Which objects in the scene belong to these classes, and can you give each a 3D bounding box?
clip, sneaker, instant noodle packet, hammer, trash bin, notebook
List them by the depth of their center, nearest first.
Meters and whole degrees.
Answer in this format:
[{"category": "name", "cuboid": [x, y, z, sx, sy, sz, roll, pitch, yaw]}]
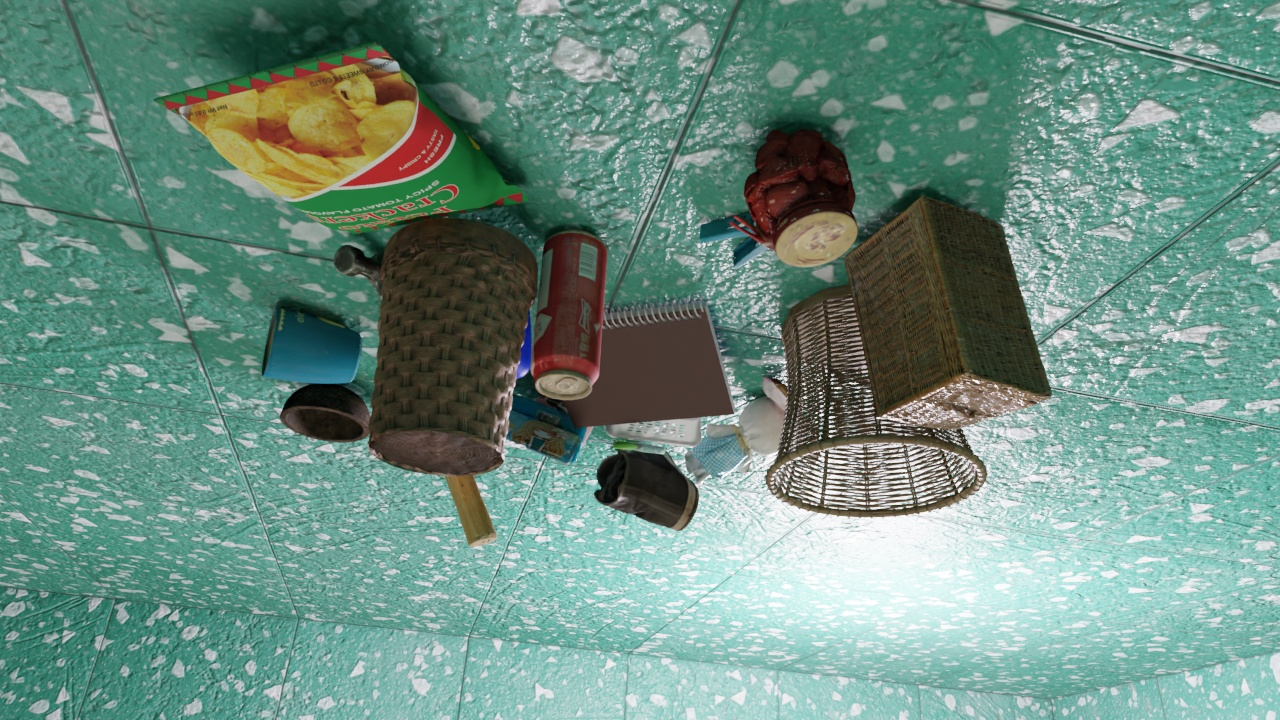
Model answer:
[{"category": "instant noodle packet", "cuboid": [-0.236, -0.174, 0.779, 0.196, 0.090, 0.252, -7, 162, 17]}, {"category": "trash bin", "cuboid": [-0.177, -0.006, 0.861, 0.151, 0.209, 0.151, 1, 154, 0]}, {"category": "clip", "cuboid": [0.133, -0.124, 0.903, 0.113, 0.028, 0.127, 22, 147, -34]}, {"category": "hammer", "cuboid": [-0.215, 0.034, 0.942, 0.033, 0.330, 0.132, -30, 160, 17]}, {"category": "notebook", "cuboid": [-0.007, 0.006, 1.101, 0.209, 0.022, 0.172, -6, 128, 17]}, {"category": "sneaker", "cuboid": [-0.016, 0.164, 1.313, 0.119, 0.095, 0.235, 24, -172, -22]}]

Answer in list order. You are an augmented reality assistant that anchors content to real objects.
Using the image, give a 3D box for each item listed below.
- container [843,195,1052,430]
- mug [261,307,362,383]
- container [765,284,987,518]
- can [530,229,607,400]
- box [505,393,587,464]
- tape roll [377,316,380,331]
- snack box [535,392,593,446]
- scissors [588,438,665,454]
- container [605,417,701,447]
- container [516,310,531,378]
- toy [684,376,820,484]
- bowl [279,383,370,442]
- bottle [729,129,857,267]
[{"category": "container", "cuboid": [0.281, -0.038, 0.861, 0.113, 0.198, 0.113, 11, 151, -30]}, {"category": "mug", "cuboid": [-0.404, -0.014, 1.128, 0.104, 0.084, 0.112, 12, 180, -26]}, {"category": "container", "cuboid": [0.254, 0.046, 1.021, 0.227, 0.195, 0.227, 3, 152, 1]}, {"category": "can", "cuboid": [-0.070, -0.048, 0.914, 0.067, 0.169, 0.067, 2, 152, 1]}, {"category": "box", "cuboid": [-0.184, 0.070, 1.200, 0.227, 0.074, 0.181, 20, 173, 0]}, {"category": "tape roll", "cuboid": [-0.263, -0.044, 1.090, 0.094, 0.030, 0.094, 3, 152, 1]}, {"category": "snack box", "cuboid": [-0.096, 0.059, 1.236, 0.088, 0.033, 0.154, 26, 149, -3]}, {"category": "scissors", "cuboid": [-0.032, 0.110, 1.222, 0.072, 0.033, 0.176, 6, 173, -28]}, {"category": "container", "cuboid": [0.022, 0.062, 1.210, 0.129, 0.080, 0.050, 8, 140, -7]}, {"category": "container", "cuboid": [-0.163, -0.034, 1.015, 0.058, 0.114, 0.096, -19, 145, 21]}, {"category": "toy", "cuboid": [0.148, 0.108, 1.241, 0.206, 0.131, 0.105, -34, 177, 28]}, {"category": "bowl", "cuboid": [-0.437, 0.066, 1.288, 0.121, 0.056, 0.121, 3, 152, 1]}, {"category": "bottle", "cuboid": [0.132, -0.139, 0.786, 0.099, 0.111, 0.099, -7, 149, -4]}]
